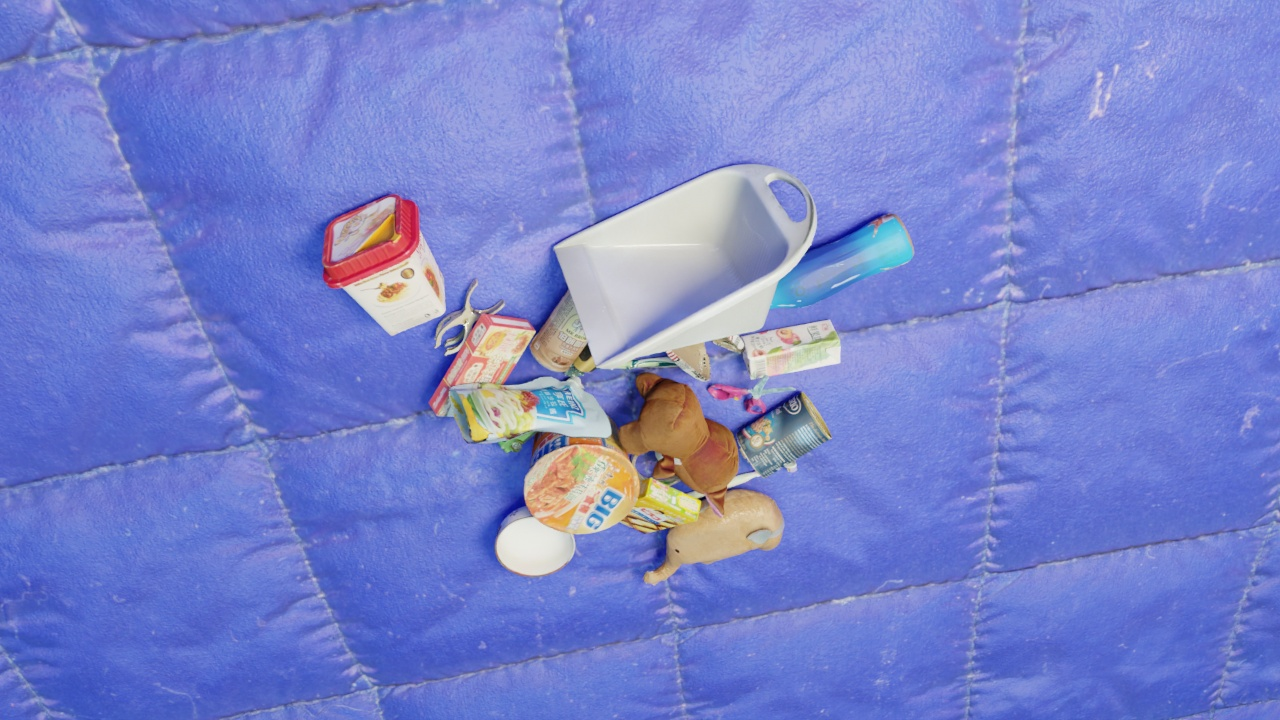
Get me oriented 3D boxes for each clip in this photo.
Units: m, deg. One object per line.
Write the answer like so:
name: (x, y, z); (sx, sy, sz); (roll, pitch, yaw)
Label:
clip: (-0.218, -0.052, 1.138); (0.100, 0.034, 0.072); (-43, 117, 13)

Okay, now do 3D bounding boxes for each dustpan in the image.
dustpan: (0.055, -0.128, 1.023); (0.257, 0.222, 0.143); (-6, 135, -17)

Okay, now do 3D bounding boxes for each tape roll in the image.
tape roll: (0.029, 0.144, 1.303); (0.086, 0.013, 0.086); (-3, 122, -5)

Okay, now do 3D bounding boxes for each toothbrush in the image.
toothbrush: (0.136, 0.179, 1.336); (0.189, 0.029, 0.020); (-18, 80, 5)
toothbrush: (-0.007, 0.007, 1.210); (0.191, 0.018, 0.016); (-4, 122, -5)

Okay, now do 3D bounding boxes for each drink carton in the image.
drink carton: (0.197, -0.013, 1.204); (0.122, 0.053, 0.045); (-10, 126, -1)

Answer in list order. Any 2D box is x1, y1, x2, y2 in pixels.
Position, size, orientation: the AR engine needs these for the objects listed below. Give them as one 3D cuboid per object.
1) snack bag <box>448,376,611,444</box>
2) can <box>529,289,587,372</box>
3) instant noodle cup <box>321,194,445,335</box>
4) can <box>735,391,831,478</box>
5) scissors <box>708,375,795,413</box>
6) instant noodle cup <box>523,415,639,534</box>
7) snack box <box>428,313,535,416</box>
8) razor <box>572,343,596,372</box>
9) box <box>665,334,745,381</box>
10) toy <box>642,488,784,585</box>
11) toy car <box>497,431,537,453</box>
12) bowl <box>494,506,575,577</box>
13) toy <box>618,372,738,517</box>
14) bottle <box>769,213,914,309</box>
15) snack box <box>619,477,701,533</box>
snack bag: (-0.136, 0.062, 1.146); (0.190, 0.110, 0.039); (-4, 126, -32)
can: (-0.086, -0.044, 1.144); (0.058, 0.058, 0.116); (27, 115, -22)
instant noodle cup: (-0.287, -0.105, 1.056); (0.117, 0.116, 0.124); (-22, 134, 6)
can: (0.196, 0.104, 1.263); (0.111, 0.075, 0.075); (-34, 120, 14)
scissors: (0.156, 0.047, 1.221); (0.135, 0.017, 0.113); (-8, 145, 44)
instant noodle cup: (-0.082, 0.140, 1.228); (0.151, 0.111, 0.152); (-3, 122, -5)
snack box: (-0.201, 0.009, 1.162); (0.075, 0.025, 0.153); (6, 127, -48)
razor: (-0.025, -0.046, 1.156); (0.168, 0.062, 0.067); (-43, 149, 24)
box: (0.066, -0.021, 1.137); (0.088, 0.076, 0.162); (-59, 152, -1)
toy: (0.099, 0.259, 1.343); (0.226, 0.082, 0.143); (-20, 128, 7)
toy car: (-0.156, 0.085, 1.225); (0.091, 0.043, 0.036); (-37, 118, 15)
bowl: (-0.152, 0.249, 1.316); (0.113, 0.062, 0.114); (-4, 122, -7)
toy: (0.058, 0.111, 1.218); (0.199, 0.139, 0.131); (38, 148, -31)
bottle: (0.226, -0.110, 1.139); (0.219, 0.065, 0.065); (-24, 122, 7)
snack box: (0.011, 0.205, 1.285); (0.087, 0.033, 0.141); (28, 149, -22)
